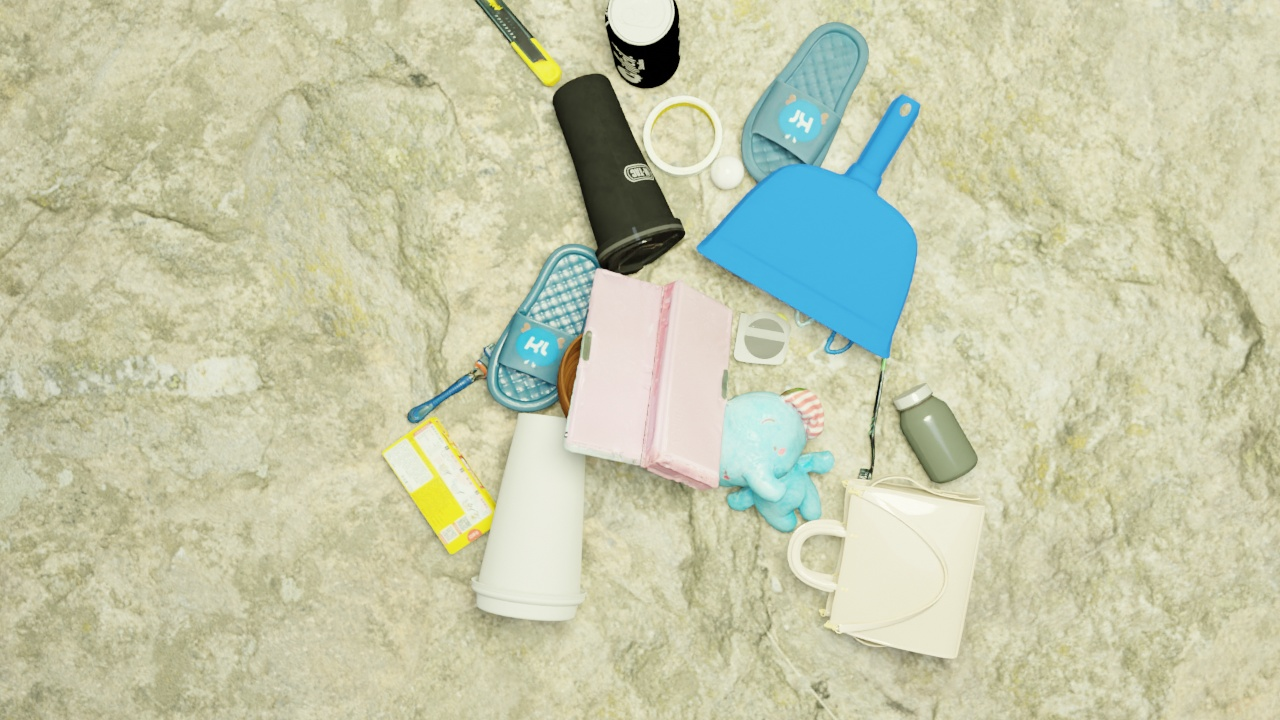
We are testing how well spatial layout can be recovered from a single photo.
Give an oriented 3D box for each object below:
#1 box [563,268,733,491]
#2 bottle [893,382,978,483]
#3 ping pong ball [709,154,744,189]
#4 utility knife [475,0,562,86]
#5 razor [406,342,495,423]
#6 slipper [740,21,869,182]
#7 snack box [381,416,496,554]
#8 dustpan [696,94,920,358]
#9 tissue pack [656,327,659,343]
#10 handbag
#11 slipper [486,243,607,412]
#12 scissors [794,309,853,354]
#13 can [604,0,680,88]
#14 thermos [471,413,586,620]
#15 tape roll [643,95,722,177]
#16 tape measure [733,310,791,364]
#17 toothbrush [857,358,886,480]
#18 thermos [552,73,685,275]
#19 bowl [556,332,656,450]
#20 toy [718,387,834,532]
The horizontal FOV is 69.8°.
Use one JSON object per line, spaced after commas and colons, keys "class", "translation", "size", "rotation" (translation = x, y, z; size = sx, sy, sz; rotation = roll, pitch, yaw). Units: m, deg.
{"class": "box", "translation": [0.019, 0.012, 1.000], "size": [0.180, 0.051, 0.232], "rotation": [18, 59, -20]}
{"class": "bottle", "translation": [0.337, 0.083, 1.055], "size": [0.060, 0.060, 0.108], "rotation": [-30, 88, 3]}
{"class": "ping pong ball", "translation": [0.102, -0.221, 1.079], "size": [0.040, 0.040, 0.040], "rotation": [0, 90, 3]}
{"class": "utility knife", "translation": [-0.161, -0.407, 1.107], "size": [0.029, 0.020, 0.186], "rotation": [-41, 87, 1]}
{"class": "razor", "translation": [-0.223, 0.032, 1.109], "size": [0.141, 0.018, 0.044], "rotation": [-33, 99, 4]}
{"class": "slipper", "translation": [0.190, -0.299, 1.065], "size": [0.104, 0.059, 0.213], "rotation": [28, 90, 5]}
{"class": "snack box", "translation": [-0.237, 0.151, 1.107], "size": [0.075, 0.025, 0.152], "rotation": [-35, 88, 3]}
{"class": "dustpan", "translation": [0.232, -0.174, 1.014], "size": [0.245, 0.059, 0.258], "rotation": [30, 102, 3]}
{"class": "tissue pack", "translation": [-0.006, 0.006, 1.088], "size": [0.099, 0.034, 0.114], "rotation": [40, 92, -1]}
{"class": "handbag", "translation": [0.267, 0.224, 1.037], "size": [0.198, 0.101, 0.194], "rotation": [9, 93, 4]}
{"class": "slipper", "translation": [-0.102, -0.036, 1.078], "size": [0.104, 0.059, 0.213], "rotation": [27, 87, -8]}
{"class": "scissors", "translation": [0.236, -0.076, 1.086], "size": [0.097, 0.020, 0.132], "rotation": [27, 93, 0]}
{"class": "can", "translation": [0.004, -0.365, 1.032], "size": [0.080, 0.146, 0.080], "rotation": [0, 90, 3]}
{"class": "thermos", "translation": [-0.117, 0.177, 1.057], "size": [0.131, 0.131, 0.221], "rotation": [7, 83, 3]}
{"class": "tape roll", "translation": [0.050, -0.266, 1.092], "size": [0.094, 0.019, 0.094], "rotation": [0, 90, 3]}
{"class": "tape measure", "translation": [0.143, -0.027, 1.088], "size": [0.065, 0.016, 0.064], "rotation": [9, 91, 3]}
{"class": "toothbrush", "translation": [0.275, 0.065, 1.082], "size": [0.017, 0.014, 0.188], "rotation": [8, 90, 11]}
{"class": "thermos", "translation": [-0.032, -0.216, 1.061], "size": [0.106, 0.106, 0.218], "rotation": [-21, 84, 3]}
{"class": "bowl", "translation": [-0.034, 0.041, 1.029], "size": [0.147, 0.069, 0.147], "rotation": [13, 62, -25]}
{"class": "toy", "translation": [0.142, 0.124, 1.049], "size": [0.184, 0.114, 0.180], "rotation": [-27, 100, 15]}
